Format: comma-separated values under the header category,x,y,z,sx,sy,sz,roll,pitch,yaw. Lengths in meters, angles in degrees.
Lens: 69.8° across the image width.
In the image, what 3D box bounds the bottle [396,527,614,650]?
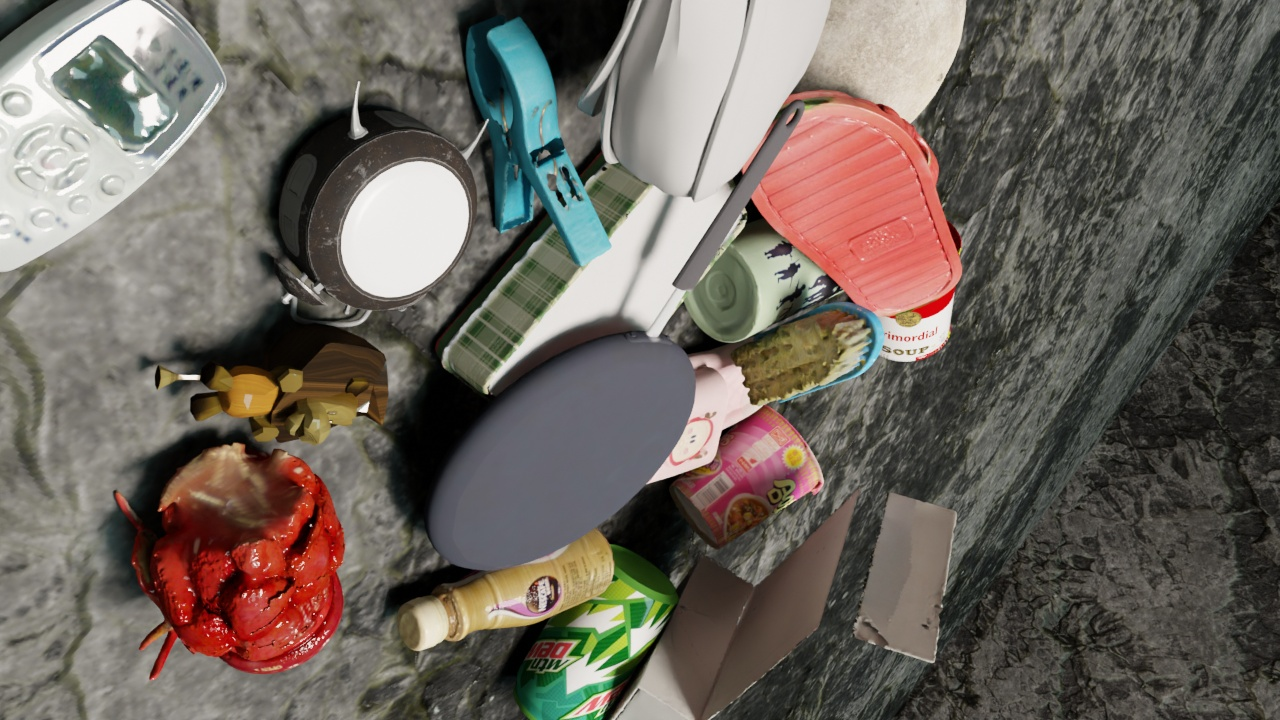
category,x,y,z,sx,sy,sz,roll,pitch,yaw
bottle,-0.094,0.162,0.651,0.165,0.060,0.060,-11,127,-46

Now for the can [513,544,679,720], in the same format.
category,x,y,z,sx,sy,sz,roll,pitch,yaw
can,-0.038,0.233,0.763,0.144,0.083,0.083,-58,147,5

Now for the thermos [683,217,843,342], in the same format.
category,x,y,z,sx,sy,sz,roll,pitch,yaw
thermos,0.134,-0.084,0.710,0.230,0.082,0.082,-25,137,-38

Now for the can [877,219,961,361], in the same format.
category,x,y,z,sx,sy,sz,roll,pitch,yaw
can,0.249,-0.068,0.856,0.086,0.087,0.116,-41,144,-21

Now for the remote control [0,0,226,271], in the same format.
category,x,y,z,sx,sy,sz,roll,pitch,yaw
remote control,-0.203,-0.082,0.322,0.114,0.028,0.060,-47,147,-13

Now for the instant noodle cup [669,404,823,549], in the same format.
category,x,y,z,sx,sy,sz,roll,pitch,yaw
instant noodle cup,0.088,0.107,0.812,0.108,0.097,0.098,-35,143,-15

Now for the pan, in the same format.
category,x,y,z,sx,sy,sz,roll,pitch,yaw
pan,-0.003,0.003,0.551,0.198,0.021,0.357,2,128,-50

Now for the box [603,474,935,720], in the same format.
category,x,y,z,sx,sy,sz,roll,pitch,yaw
box,0.075,0.225,0.757,0.370,0.098,0.165,-53,180,37

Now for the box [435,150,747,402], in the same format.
category,x,y,z,sx,sy,sz,roll,pitch,yaw
box,-0.023,-0.049,0.563,0.205,0.051,0.117,-51,151,-4

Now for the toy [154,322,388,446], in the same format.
category,x,y,z,sx,sy,sz,roll,pitch,yaw
toy,-0.169,0.013,0.427,0.100,0.062,0.076,2,140,-41

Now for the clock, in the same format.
category,x,y,z,sx,sy,sz,roll,pitch,yaw
clock,-0.120,-0.063,0.430,0.091,0.044,0.123,1,118,-52

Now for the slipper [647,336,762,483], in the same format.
category,x,y,z,sx,sy,sz,roll,pitch,yaw
slipper,0.043,0.044,0.725,0.221,0.056,0.107,-25,139,-39

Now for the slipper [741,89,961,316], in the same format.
category,x,y,z,sx,sy,sz,roll,pitch,yaw
slipper,0.143,-0.105,0.596,0.104,0.059,0.248,-26,147,24

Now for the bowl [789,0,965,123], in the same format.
category,x,y,z,sx,sy,sz,roll,pitch,yaw
bowl,0.159,-0.199,0.598,0.178,0.081,0.179,-50,163,-22

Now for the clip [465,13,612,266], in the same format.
category,x,y,z,sx,sy,sz,roll,pitch,yaw
clip,-0.051,-0.106,0.450,0.026,0.102,0.119,-37,130,-31

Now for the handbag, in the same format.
category,x,y,z,sx,sy,sz,roll,pitch,yaw
handbag,0.050,-0.203,0.407,0.215,0.095,0.223,-60,172,-34

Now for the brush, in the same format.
category,x,y,z,sx,sy,sz,roll,pitch,yaw
brush,0.131,-0.009,0.658,0.075,0.055,0.136,-20,176,-27

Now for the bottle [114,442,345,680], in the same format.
category,x,y,z,sx,sy,sz,roll,pitch,yaw
bottle,-0.196,0.100,0.446,0.098,0.099,0.111,-32,151,-31
